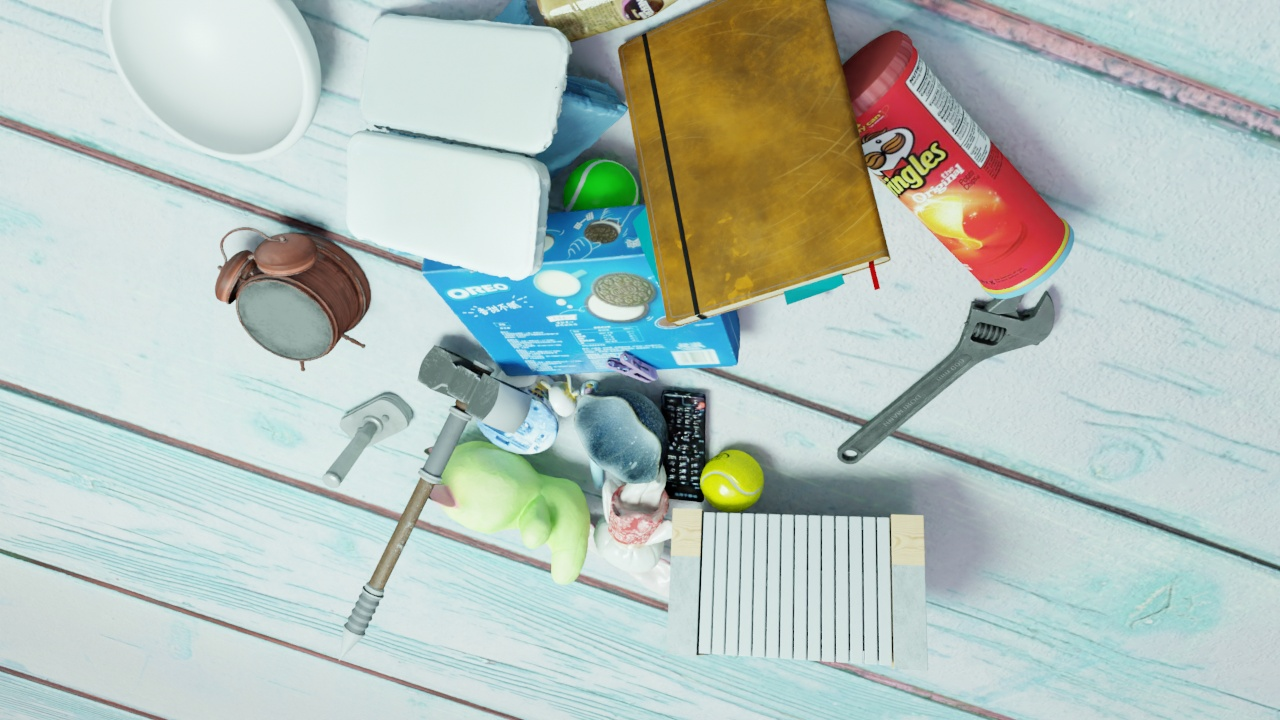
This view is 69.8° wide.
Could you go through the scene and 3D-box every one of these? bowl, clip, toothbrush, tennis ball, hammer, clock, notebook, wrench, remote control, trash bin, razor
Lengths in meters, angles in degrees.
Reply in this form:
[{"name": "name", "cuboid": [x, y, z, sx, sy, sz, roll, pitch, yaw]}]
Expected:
[{"name": "bowl", "cuboid": [-0.340, -0.258, 0.756, 0.177, 0.066, 0.177, 7, 130, 8]}, {"name": "clip", "cuboid": [-0.011, 0.007, 0.855, 0.043, 0.014, 0.051, -8, 151, 25]}, {"name": "toothbrush", "cuboid": [-0.050, 0.085, 1.001, 0.016, 0.022, 0.155, 37, 144, 39]}, {"name": "tennis ball", "cuboid": [-0.033, -0.139, 0.782, 0.065, 0.065, 0.065, 7, 130, 8]}, {"name": "tennis ball", "cuboid": [0.097, 0.128, 0.968, 0.065, 0.065, 0.065, 7, 130, 8]}, {"name": "hammer", "cuboid": [-0.226, 0.149, 0.909, 0.156, 0.322, 0.043, 25, 178, 44]}, {"name": "clock", "cuboid": [-0.117, 0.043, 0.959, 0.089, 0.051, 0.126, 33, 128, -13]}, {"name": "notebook", "cuboid": [0.068, -0.146, 0.665, 0.179, 0.249, 0.014, -17, 164, 24]}, {"name": "wrench", "cuboid": [0.279, 0.022, 0.874, 0.073, 0.018, 0.274, 30, 130, -11]}, {"name": "remote control", "cuboid": [0.047, 0.091, 0.981, 0.047, 0.022, 0.150, 6, 128, 10]}, {"name": "trash bin", "cuboid": [0.164, 0.239, 0.956, 0.247, 0.142, 0.142, -1, 163, 13]}, {"name": "bowl", "cuboid": [-0.011, 0.069, 0.944, 0.110, 0.055, 0.110, 24, 134, 27]}, {"name": "razor", "cuboid": [-0.312, 0.095, 1.004, 0.088, 0.116, 0.047, -24, 115, 29]}, {"name": "clock", "cuboid": [-0.346, -0.069, 0.907, 0.121, 0.072, 0.158, -18, 123, 25]}]

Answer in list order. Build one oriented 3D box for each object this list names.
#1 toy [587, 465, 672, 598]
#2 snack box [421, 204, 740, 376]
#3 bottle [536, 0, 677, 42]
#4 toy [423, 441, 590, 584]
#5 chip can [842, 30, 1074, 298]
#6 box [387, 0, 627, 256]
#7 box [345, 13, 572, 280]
[{"name": "toy", "cuboid": [-0.008, 0.188, 1.027, 0.159, 0.084, 0.195, 24, 138, 16]}, {"name": "snack box", "cuboid": [-0.044, -0.054, 0.812, 0.239, 0.056, 0.196, -2, 152, 15]}, {"name": "bottle", "cuboid": [0.008, -0.280, 0.661, 0.166, 0.059, 0.060, -10, 125, 20]}, {"name": "toy", "cuboid": [-0.139, 0.150, 1.006, 0.197, 0.150, 0.107, 39, 98, -18]}, {"name": "chip can", "cuboid": [0.233, -0.145, 0.703, 0.213, 0.086, 0.087, 39, 126, -20]}, {"name": "box", "cuboid": [-0.134, -0.192, 0.783, 0.232, 0.094, 0.111, -33, 73, 34]}, {"name": "box", "cuboid": [-0.149, -0.169, 0.715, 0.210, 0.045, 0.191, 19, 105, 29]}]
